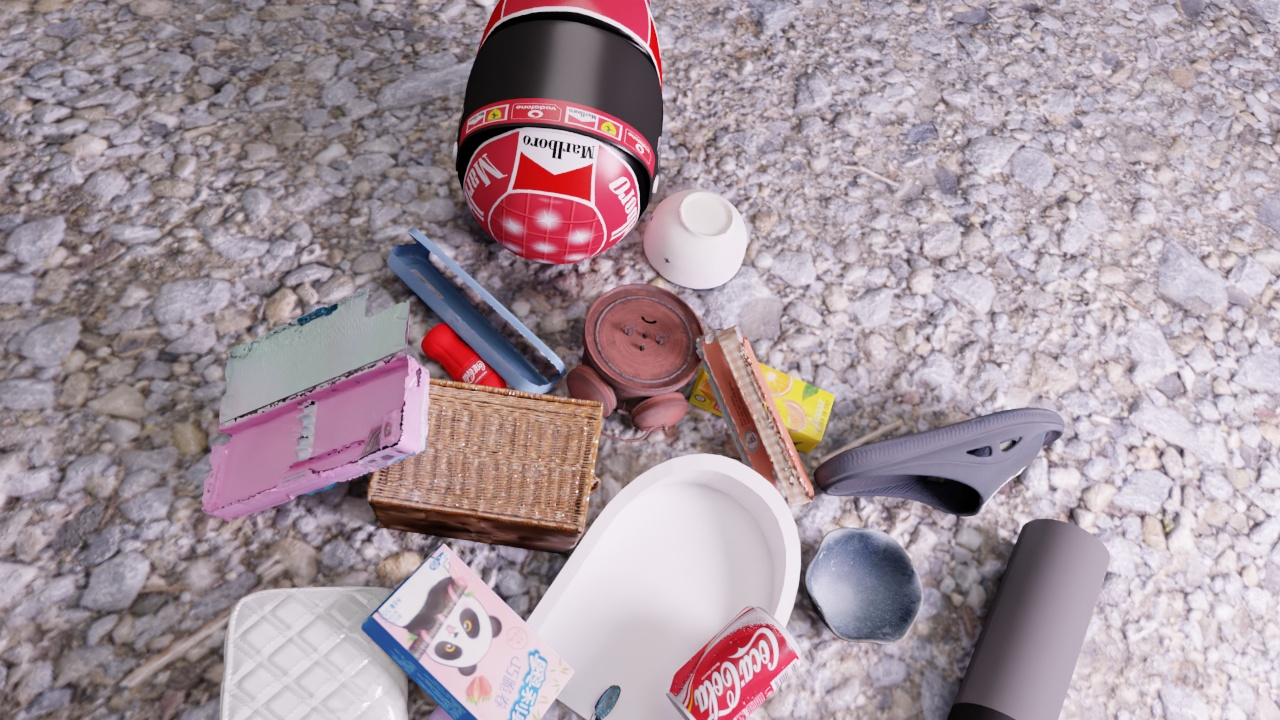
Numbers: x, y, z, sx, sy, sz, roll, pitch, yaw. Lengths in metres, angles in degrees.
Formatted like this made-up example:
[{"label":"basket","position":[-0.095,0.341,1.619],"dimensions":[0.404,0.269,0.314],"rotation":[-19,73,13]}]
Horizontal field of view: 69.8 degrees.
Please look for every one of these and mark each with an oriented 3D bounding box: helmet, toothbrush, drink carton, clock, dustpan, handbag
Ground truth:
[{"label":"helmet","position":[-0.076,-0.211,0.877],"dimensions":[0.197,0.271,0.224],"rotation":[8,67,-6]},{"label":"toothbrush","position":[-0.073,0.338,0.730],"dimensions":[0.016,0.017,0.188],"rotation":[36,67,8]},{"label":"drink carton","position":[0.121,0.038,0.923],"dimensions":[0.134,0.043,0.058],"rotation":[23,61,0]},{"label":"clock","position":[-0.006,0.005,0.895],"dimensions":[0.120,0.072,0.157],"rotation":[16,60,-4]},{"label":"dustpan","position":[0.033,0.205,0.810],"dimensions":[0.191,0.053,0.257],"rotation":[33,61,6]},{"label":"handbag","position":[-0.247,0.274,0.703],"dimensions":[0.138,0.073,0.194],"rotation":[4,61,-21]}]

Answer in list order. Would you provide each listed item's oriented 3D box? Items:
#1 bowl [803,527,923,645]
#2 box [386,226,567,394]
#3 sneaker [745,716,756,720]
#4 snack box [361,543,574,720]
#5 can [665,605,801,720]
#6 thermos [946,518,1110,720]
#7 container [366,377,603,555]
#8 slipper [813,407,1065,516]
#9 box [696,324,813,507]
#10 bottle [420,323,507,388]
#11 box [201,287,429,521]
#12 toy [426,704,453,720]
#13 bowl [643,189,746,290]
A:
[{"label":"bowl","position":[0.197,0.212,0.843],"dimensions":[0.110,0.055,0.110],"rotation":[6,61,-10]},{"label":"box","position":[-0.151,-0.055,0.893],"dimensions":[0.210,0.059,0.068],"rotation":[44,22,11]},{"label":"sneaker","position":[0.062,0.390,0.688],"dimensions":[0.091,0.090,0.241],"rotation":[35,48,9]},{"label":"snack box","position":[-0.135,0.231,0.729],"dimensions":[0.154,0.033,0.087],"rotation":[44,45,-1]},{"label":"can","position":[0.076,0.257,0.754],"dimensions":[0.104,0.064,0.064],"rotation":[-39,77,-15]},{"label":"thermos","position":[0.351,0.265,0.835],"dimensions":[0.082,0.082,0.239],"rotation":[33,61,5]},{"label":"container","position":[-0.133,0.093,0.797],"dimensions":[0.198,0.114,0.112],"rotation":[9,67,-6]},{"label":"slipper","position":[0.303,0.109,0.893],"dimensions":[0.268,0.111,0.083],"rotation":[-9,68,-14]},{"label":"box","position":[0.105,0.055,0.876],"dimensions":[0.188,0.064,0.056],"rotation":[67,25,-5]},{"label":"bottle","position":[-0.157,0.014,0.876],"dimensions":[0.119,0.036,0.036],"rotation":[42,62,9]},{"label":"box","position":[-0.271,0.032,0.765],"dimensions":[0.231,0.035,0.159],"rotation":[-19,59,25]},{"label":"toy","position":[-0.134,0.313,0.727],"dimensions":[0.099,0.037,0.080],"rotation":[40,61,7]},{"label":"bowl","position":[0.063,-0.139,0.991],"dimensions":[0.113,0.063,0.113],"rotation":[5,61,-10]}]
